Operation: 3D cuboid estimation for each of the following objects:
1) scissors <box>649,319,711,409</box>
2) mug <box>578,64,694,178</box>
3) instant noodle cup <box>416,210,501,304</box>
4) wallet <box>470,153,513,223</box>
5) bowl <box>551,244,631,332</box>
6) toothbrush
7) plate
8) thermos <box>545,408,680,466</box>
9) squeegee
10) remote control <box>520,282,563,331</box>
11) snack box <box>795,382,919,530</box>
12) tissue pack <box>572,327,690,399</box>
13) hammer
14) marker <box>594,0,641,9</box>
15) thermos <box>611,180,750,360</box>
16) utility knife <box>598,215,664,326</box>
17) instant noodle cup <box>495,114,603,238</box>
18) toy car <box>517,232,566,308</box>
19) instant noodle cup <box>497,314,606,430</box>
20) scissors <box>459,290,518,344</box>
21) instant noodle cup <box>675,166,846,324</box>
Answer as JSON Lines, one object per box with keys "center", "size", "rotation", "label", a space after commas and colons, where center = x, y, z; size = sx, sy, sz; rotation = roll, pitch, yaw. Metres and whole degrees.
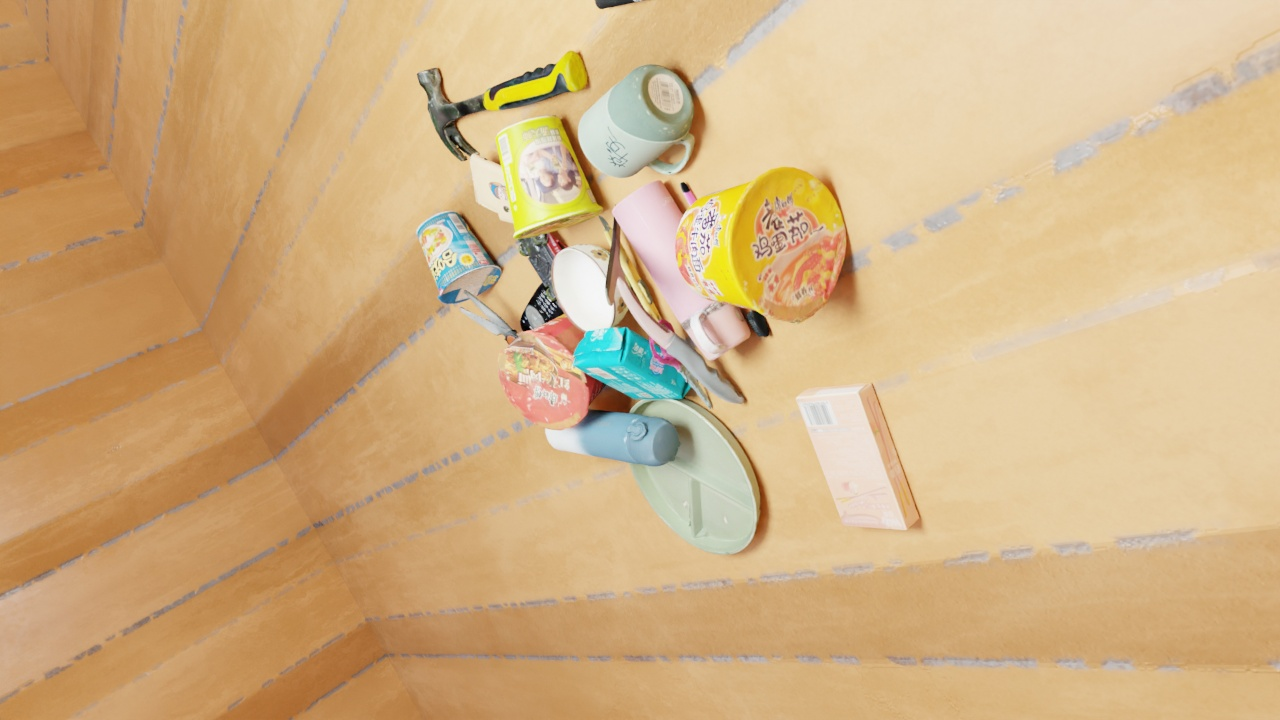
{"center": [0.051, 0.011, 1.082], "size": [0.017, 0.056, 0.133], "rotation": [-12, 126, 37], "label": "scissors"}
{"center": [0.008, -0.238, 0.944], "size": [0.111, 0.082, 0.107], "rotation": [37, 149, -20], "label": "mug"}
{"center": [-0.270, -0.154, 1.330], "size": [0.110, 0.099, 0.099], "rotation": [61, 146, 12], "label": "instant noodle cup"}
{"center": [-0.173, -0.215, 1.206], "size": [0.115, 0.024, 0.087], "rotation": [26, 144, 21], "label": "wallet"}
{"center": [-0.051, -0.094, 1.124], "size": [0.113, 0.062, 0.114], "rotation": [29, 135, 34], "label": "bowl"}
{"center": [0.089, -0.107, 0.986], "size": [0.189, 0.014, 0.018], "rotation": [61, 154, -1], "label": "toothbrush"}
{"center": [0.066, 0.145, 1.180], "size": [0.230, 0.027, 0.231], "rotation": [30, 135, 35], "label": "plate"}
{"center": [-0.039, 0.096, 1.194], "size": [0.221, 0.070, 0.070], "rotation": [2, 116, 51], "label": "thermos"}
{"center": [0.031, -0.032, 1.023], "size": [0.040, 0.247, 0.249], "rotation": [-35, 111, 17], "label": "squeegee"}
{"center": [-0.133, -0.068, 1.274], "size": [0.053, 0.024, 0.137], "rotation": [51, 146, 5], "label": "remote control"}
{"center": [0.225, 0.101, 0.955], "size": [0.085, 0.026, 0.157], "rotation": [-8, 108, 52], "label": "snack box"}
{"center": [-0.007, 0.006, 1.105], "size": [0.133, 0.050, 0.093], "rotation": [30, 158, -38], "label": "tissue pack"}
{"center": [-0.174, -0.324, 1.138], "size": [0.324, 0.031, 0.126], "rotation": [5, 118, 49], "label": "hammer"}
{"center": [0.003, -0.366, 0.904], "size": [0.132, 0.020, 0.022], "rotation": [12, 94, 47], "label": "marker"}
{"center": [0.042, -0.094, 0.991], "size": [0.067, 0.087, 0.198], "rotation": [-32, 87, 28], "label": "thermos"}
{"center": [-0.010, -0.099, 1.087], "size": [0.018, 0.030, 0.166], "rotation": [-29, 103, 20], "label": "utility knife"}
{"center": [-0.115, -0.219, 1.085], "size": [0.112, 0.111, 0.123], "rotation": [-13, 95, 53], "label": "instant noodle cup"}
{"center": [-0.113, -0.125, 1.191], "size": [0.120, 0.045, 0.053], "rotation": [57, 143, -5], "label": "toy car"}
{"center": [-0.098, 0.007, 1.192], "size": [0.138, 0.108, 0.138], "rotation": [15, 122, 25], "label": "instant noodle cup"}
{"center": [-0.160, -0.029, 1.303], "size": [0.190, 0.021, 0.229], "rotation": [-21, 108, 45], "label": "scissors"}
{"center": [0.106, -0.108, 0.869], "size": [0.110, 0.137, 0.138], "rotation": [7, 120, 58], "label": "instant noodle cup"}
